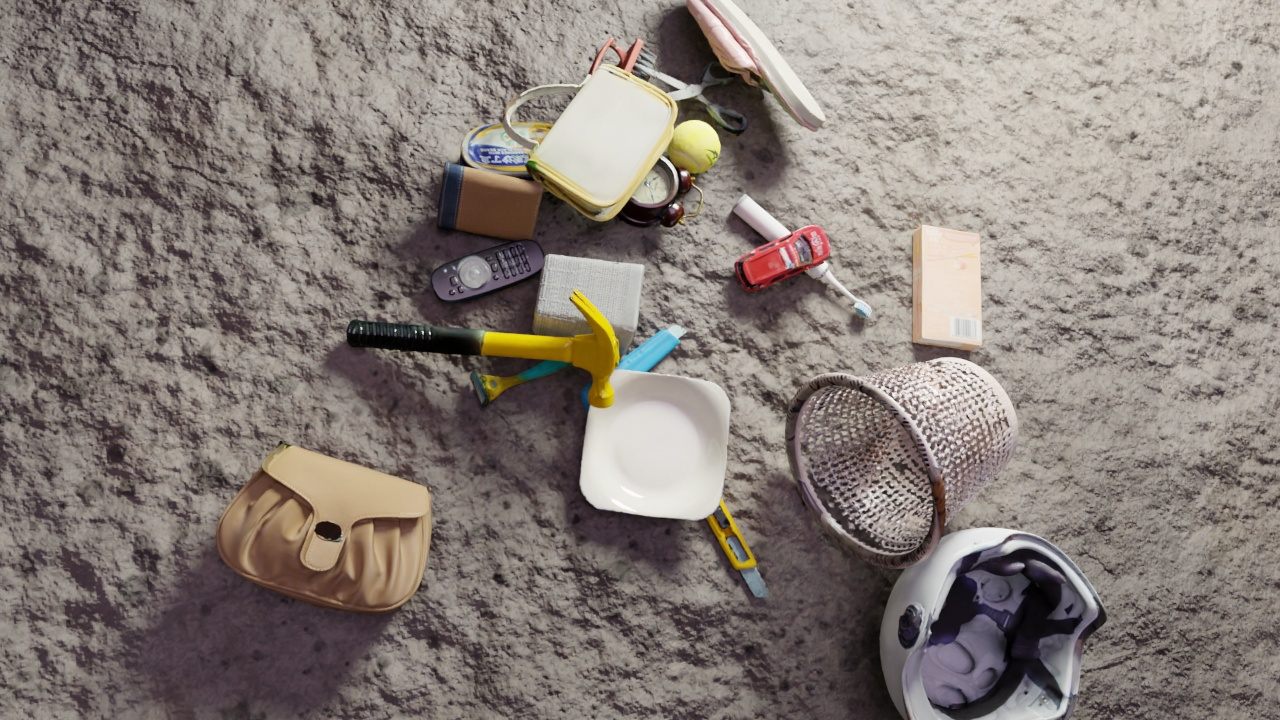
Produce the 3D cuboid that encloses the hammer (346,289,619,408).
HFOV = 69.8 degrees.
[{"bbox_3d":[-0.172,-0.020,1.006,0.301,0.032,0.129,4,112,5],"label":"hammer"}]

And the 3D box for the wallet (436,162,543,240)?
[{"bbox_3d":[-0.176,-0.181,1.063,0.115,0.090,0.033,10,45,-10],"label":"wallet"}]

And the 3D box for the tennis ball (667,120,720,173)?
[{"bbox_3d":[0.067,-0.266,1.147,0.065,0.066,0.065,3,75,-12],"label":"tennis ball"}]

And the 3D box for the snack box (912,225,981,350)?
[{"bbox_3d":[0.399,-0.095,1.195,0.084,0.026,0.157,8,74,-10],"label":"snack box"}]

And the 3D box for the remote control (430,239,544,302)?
[{"bbox_3d":[-0.178,-0.103,1.073,0.136,0.024,0.053,-20,83,-15],"label":"remote control"}]

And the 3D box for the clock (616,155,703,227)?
[{"bbox_3d":[0.017,-0.207,1.125,0.122,0.055,0.082,17,72,-5],"label":"clock"}]

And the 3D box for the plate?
[{"bbox_3d":[0.017,0.097,1.049,0.164,0.034,0.163,8,78,-1],"label":"plate"}]

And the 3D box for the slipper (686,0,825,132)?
[{"bbox_3d":[0.137,-0.392,1.181,0.055,0.114,0.274,-42,78,26],"label":"slipper"}]

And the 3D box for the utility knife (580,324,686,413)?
[{"bbox_3d":[-0.006,0.006,1.086,0.161,0.018,0.034,-39,99,-19],"label":"utility knife"}]

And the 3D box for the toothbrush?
[{"bbox_3d":[0.207,-0.130,1.163,0.221,0.027,0.026,40,47,0],"label":"toothbrush"}]

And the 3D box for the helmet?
[{"bbox_3d":[0.360,0.301,1.017,0.229,0.146,0.258,27,88,-18],"label":"helmet"}]

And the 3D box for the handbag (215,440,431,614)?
[{"bbox_3d":[-0.314,0.173,0.932,0.204,0.100,0.147,19,69,-11],"label":"handbag"}]

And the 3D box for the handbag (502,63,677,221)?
[{"bbox_3d":[-0.066,-0.267,1.071,0.179,0.063,0.163,32,77,4],"label":"handbag"}]

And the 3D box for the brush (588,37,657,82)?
[{"bbox_3d":[-0.038,-0.330,1.143,0.069,0.063,0.145,25,73,-17],"label":"brush"}]

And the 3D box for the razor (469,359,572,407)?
[{"bbox_3d":[-0.126,0.012,1.051,0.132,0.028,0.043,-22,68,-11],"label":"razor"}]

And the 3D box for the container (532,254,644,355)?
[{"bbox_3d":[-0.062,-0.067,1.056,0.114,0.090,0.090,10,73,-7],"label":"container"}]

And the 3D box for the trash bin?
[{"bbox_3d":[0.309,0.093,1.043,0.191,0.228,0.227,-21,81,-30],"label":"trash bin"}]

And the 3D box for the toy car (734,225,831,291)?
[{"bbox_3d":[0.176,-0.125,1.129,0.120,0.045,0.053,-25,93,2],"label":"toy car"}]

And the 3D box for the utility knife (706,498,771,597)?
[{"bbox_3d":[0.099,0.191,1.061,0.033,0.015,0.192,-28,83,-14],"label":"utility knife"}]

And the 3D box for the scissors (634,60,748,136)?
[{"bbox_3d":[0.071,-0.340,1.168,0.159,0.014,0.178,45,55,-12],"label":"scissors"}]

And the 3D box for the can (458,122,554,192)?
[{"bbox_3d":[-0.143,-0.244,1.104,0.148,0.049,0.074,-4,77,-13],"label":"can"}]
